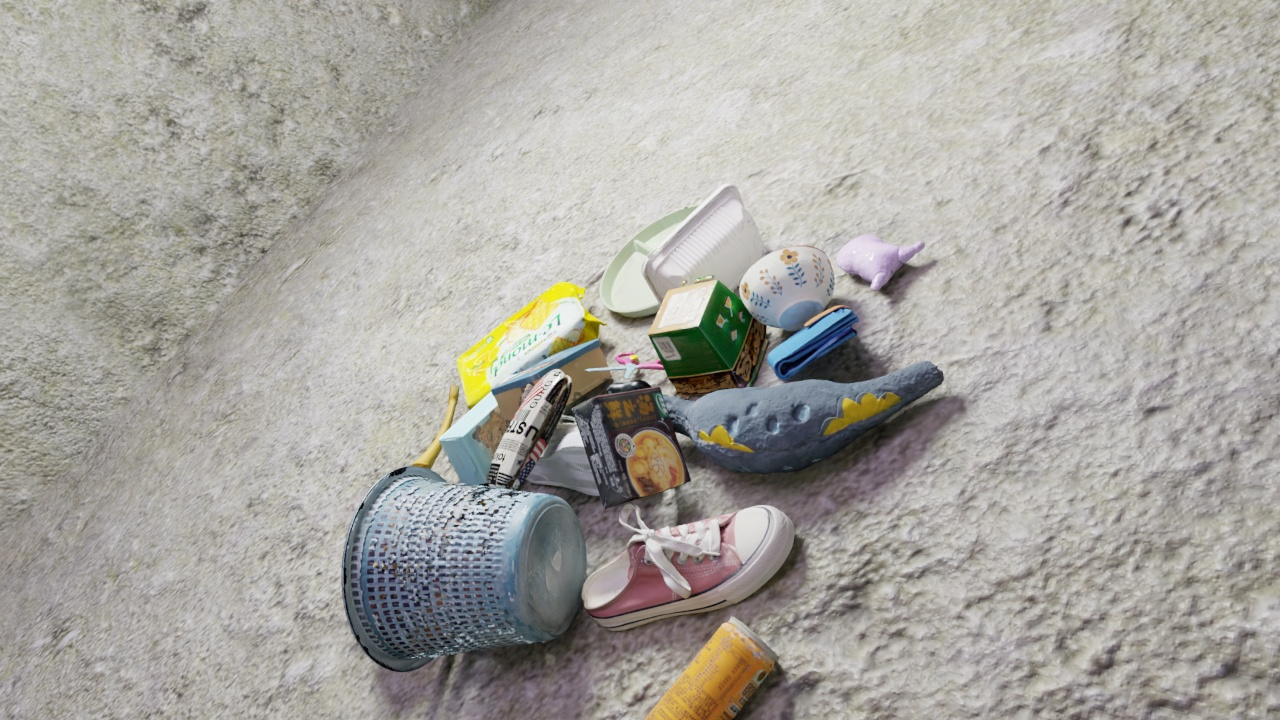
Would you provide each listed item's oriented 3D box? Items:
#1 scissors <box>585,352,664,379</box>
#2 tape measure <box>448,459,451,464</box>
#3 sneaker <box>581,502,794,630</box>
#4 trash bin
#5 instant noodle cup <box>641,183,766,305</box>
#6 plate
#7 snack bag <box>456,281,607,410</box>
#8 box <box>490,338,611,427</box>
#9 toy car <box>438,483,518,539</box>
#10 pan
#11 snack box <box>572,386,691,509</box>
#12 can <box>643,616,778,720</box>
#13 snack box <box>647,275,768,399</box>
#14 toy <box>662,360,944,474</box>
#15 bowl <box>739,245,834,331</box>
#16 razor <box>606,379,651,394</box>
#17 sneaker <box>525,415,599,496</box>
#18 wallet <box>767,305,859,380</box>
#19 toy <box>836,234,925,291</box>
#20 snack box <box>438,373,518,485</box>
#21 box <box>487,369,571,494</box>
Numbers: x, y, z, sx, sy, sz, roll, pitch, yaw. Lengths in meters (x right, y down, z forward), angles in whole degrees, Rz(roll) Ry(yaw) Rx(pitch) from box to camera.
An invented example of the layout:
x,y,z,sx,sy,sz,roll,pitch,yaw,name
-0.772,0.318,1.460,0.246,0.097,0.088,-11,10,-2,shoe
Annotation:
x,y,z,sx,sy,sz,roll,pitch,yaw,name
-0.007,0.007,1.210,0.133,0.017,0.133,-3,13,5,scissors
-0.243,0.135,1.311,0.057,0.039,0.057,-9,39,39,tape measure
0.033,0.197,0.912,0.242,0.088,0.118,-26,35,23,sneaker
-0.174,0.226,0.998,0.195,0.227,0.225,-5,45,24,trash bin
0.095,-0.134,1.222,0.173,0.138,0.060,-45,54,-7,instant noodle cup
0.039,-0.149,1.379,0.231,0.027,0.229,-27,34,20,plate
-0.168,-0.013,1.386,0.246,0.068,0.158,-38,32,4,snack bag
-0.113,0.027,1.229,0.090,0.062,0.183,-18,10,31,box
-0.202,0.172,1.219,0.071,0.041,0.155,1,40,46,toy car
-0.289,0.177,1.187,0.198,0.078,0.356,119,155,-51,pan
-0.004,0.091,0.998,0.053,0.125,0.113,-27,77,43,snack box
0.054,0.297,0.798,0.146,0.058,0.058,-47,33,-12,can
0.075,-0.030,1.125,0.118,0.105,0.117,-10,43,40,snack box
0.134,0.061,0.974,0.357,0.091,0.137,-7,33,38,toy
0.179,-0.075,1.081,0.114,0.113,0.062,-28,54,18,bowl
-0.003,0.087,1.115,0.068,0.062,0.167,-55,29,31,razor
-0.071,0.105,1.130,0.243,0.089,0.090,-7,36,55,sneaker
0.188,-0.021,1.009,0.106,0.040,0.133,-35,2,7,wallet
0.278,-0.124,1.096,0.084,0.039,0.108,-39,26,-6,toy
-0.189,0.089,1.231,0.052,0.074,0.174,-10,24,36,snack box
-0.134,0.080,1.091,0.164,0.060,0.072,-65,5,-20,box
